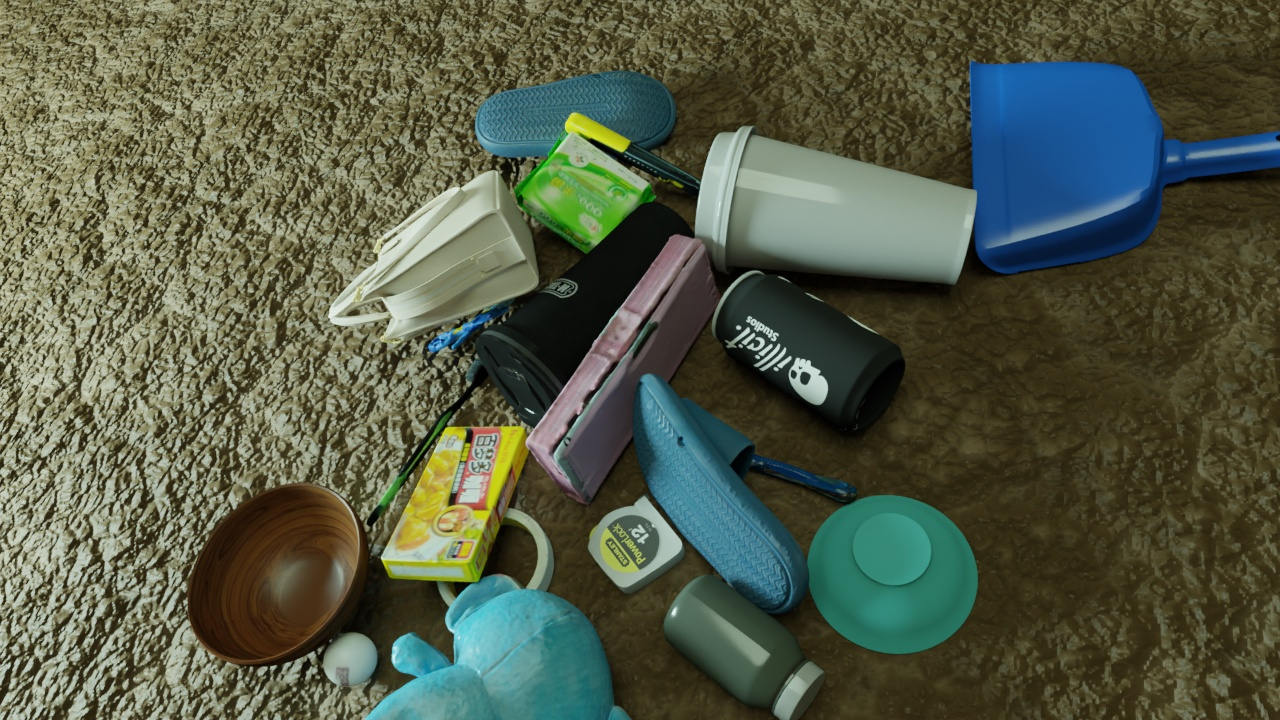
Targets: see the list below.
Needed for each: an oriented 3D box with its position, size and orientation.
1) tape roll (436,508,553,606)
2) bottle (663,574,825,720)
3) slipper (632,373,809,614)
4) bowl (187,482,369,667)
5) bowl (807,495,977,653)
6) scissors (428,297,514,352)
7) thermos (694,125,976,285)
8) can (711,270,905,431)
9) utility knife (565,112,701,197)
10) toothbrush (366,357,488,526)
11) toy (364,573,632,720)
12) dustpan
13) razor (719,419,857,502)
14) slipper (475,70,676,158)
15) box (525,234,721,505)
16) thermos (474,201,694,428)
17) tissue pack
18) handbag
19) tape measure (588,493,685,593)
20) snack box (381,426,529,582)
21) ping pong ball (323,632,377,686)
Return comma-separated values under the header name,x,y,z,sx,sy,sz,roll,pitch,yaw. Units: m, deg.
name,x,y,z,sx,sy,sz,roll,pitch,yaw
tape roll,-0.117,0.165,0.739,0.094,0.019,0.093,-7,56,10
bottle,0.072,0.202,0.642,0.108,0.060,0.060,32,70,29
slipper,0.058,0.099,0.701,0.059,0.104,0.213,-19,55,-31
bowl,-0.278,0.179,0.740,0.147,0.069,0.147,-7,56,11
bowl,0.180,0.143,0.661,0.121,0.046,0.121,-7,56,10
scissors,-0.148,-0.036,0.848,0.126,0.016,0.124,-14,26,50
thermos,0.168,-0.126,0.800,0.222,0.132,0.131,12,61,12
can,0.135,-0.010,0.751,0.146,0.080,0.080,36,72,30
utility knife,0.013,-0.193,0.907,0.198,0.029,0.020,28,79,10
toothbrush,-0.189,0.068,0.824,0.017,0.014,0.187,15,62,37
toy,-0.102,0.241,0.634,0.180,0.115,0.183,-27,53,-31
dustpan,0.430,-0.186,0.805,0.258,0.059,0.245,-4,56,24
razor,0.105,0.084,0.735,0.141,0.018,0.043,22,29,24
slipper,-0.067,-0.248,0.973,0.213,0.059,0.103,-7,67,-4
box,-0.004,0.005,0.771,0.041,0.098,0.232,19,62,33
thermos,-0.041,-0.047,0.813,0.106,0.106,0.218,29,64,28
tissue pack,-0.053,-0.163,0.905,0.114,0.034,0.099,34,68,2
handbag,-0.200,-0.084,0.846,0.198,0.101,0.194,-26,24,2
tape measure,-0.005,0.145,0.725,0.065,0.017,0.064,-36,56,-10
snack box,-0.146,0.113,0.748,0.075,0.025,0.151,-1,37,14
ping pong ball,-0.224,0.231,0.710,0.040,0.040,0.040,-7,56,10
